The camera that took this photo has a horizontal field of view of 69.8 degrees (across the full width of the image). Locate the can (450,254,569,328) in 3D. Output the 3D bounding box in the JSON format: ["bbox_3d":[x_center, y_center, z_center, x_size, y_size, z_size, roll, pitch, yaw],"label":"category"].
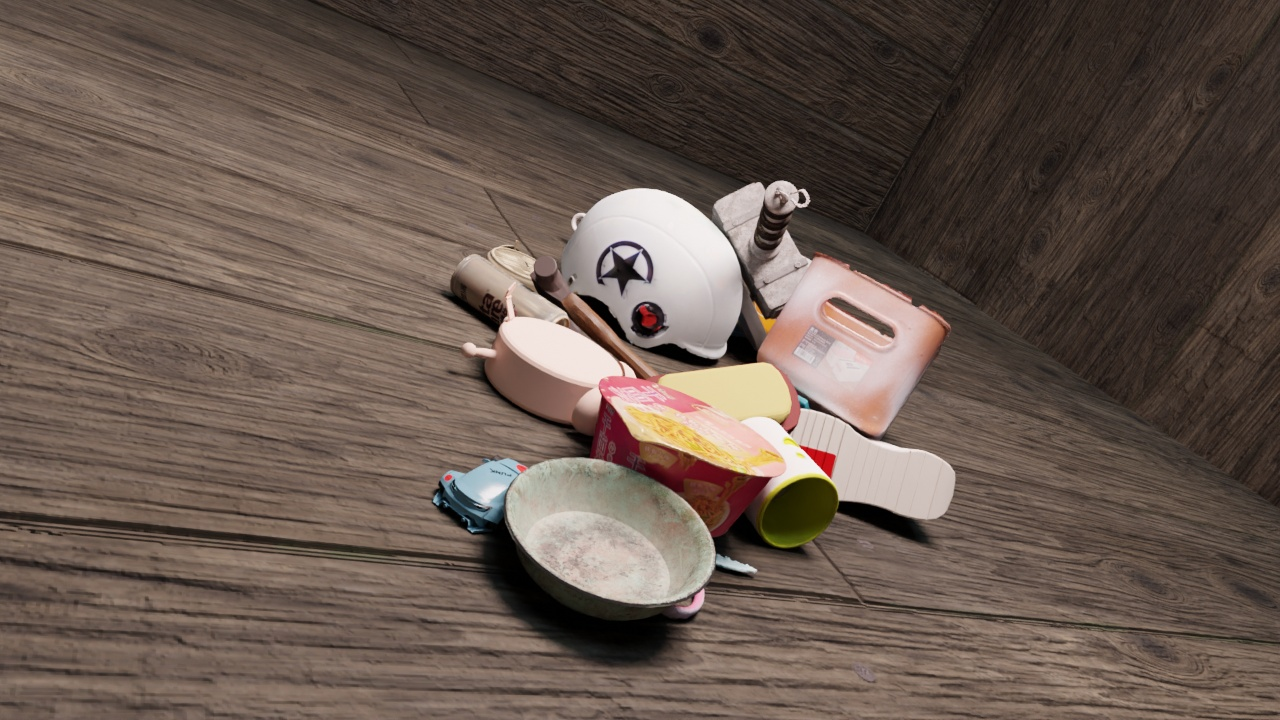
[{"bbox_3d":[-0.145,-0.063,1.019,0.135,0.054,0.054,33,20,18],"label":"can"}]

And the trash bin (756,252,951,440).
[{"bbox_3d":[0.259,-0.001,1.148,0.181,0.157,0.259,32,0,15],"label":"trash bin"}]

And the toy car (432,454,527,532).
[{"bbox_3d":[-0.106,0.094,0.698,0.060,0.027,0.107,33,20,18],"label":"toy car"}]

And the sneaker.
[{"bbox_3d":[0.225,0.112,1.034,0.236,0.090,0.104,15,0,-11],"label":"sneaker"}]

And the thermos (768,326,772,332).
[{"bbox_3d":[0.280,0.001,1.340,0.083,0.108,0.198,-13,43,-37],"label":"thermos"}]

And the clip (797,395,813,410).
[{"bbox_3d":[0.183,0.088,1.090,0.027,0.104,0.120,40,16,28],"label":"clip"}]

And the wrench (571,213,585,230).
[{"bbox_3d":[0.005,-0.158,1.406,0.273,0.066,0.018,31,20,19],"label":"wrench"}]

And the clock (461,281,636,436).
[{"bbox_3d":[-0.079,0.002,0.907,0.160,0.086,0.130,34,19,1],"label":"clock"}]

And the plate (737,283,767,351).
[{"bbox_3d":[0.153,-0.074,1.363,0.188,0.016,0.188,64,2,-5],"label":"plate"}]

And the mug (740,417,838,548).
[{"bbox_3d":[0.126,0.114,0.874,0.082,0.083,0.106,16,21,-29],"label":"mug"}]

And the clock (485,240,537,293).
[{"bbox_3d":[-0.157,-0.111,1.131,0.093,0.055,0.140,16,24,-29],"label":"clock"}]

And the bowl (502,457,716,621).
[{"bbox_3d":[-0.026,0.132,0.661,0.157,0.039,0.157,16,26,-8],"label":"bowl"}]

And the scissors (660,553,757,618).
[{"bbox_3d":[0.015,0.147,0.745,0.173,0.014,0.170,30,20,9],"label":"scissors"}]

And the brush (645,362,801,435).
[{"bbox_3d":[0.081,0.044,0.930,0.173,0.042,0.082,-7,60,-18],"label":"brush"}]

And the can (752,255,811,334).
[{"bbox_3d":[0.231,-0.100,1.483,0.079,0.143,0.079,24,19,-9],"label":"can"}]

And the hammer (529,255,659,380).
[{"bbox_3d":[-0.006,0.006,1.003,0.323,0.033,0.115,43,-12,21],"label":"hammer"}]

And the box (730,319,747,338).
[{"bbox_3d":[0.077,-0.081,1.417,0.208,0.021,0.125,6,27,-45],"label":"box"}]

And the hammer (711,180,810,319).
[{"bbox_3d":[0.166,-0.170,1.169,0.177,0.079,0.326,63,-2,9],"label":"hammer"}]

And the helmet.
[{"bbox_3d":[0.037,-0.131,1.243,0.264,0.164,0.236,36,25,6],"label":"helmet"}]

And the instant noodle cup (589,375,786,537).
[{"bbox_3d":[0.031,0.087,0.804,0.178,0.078,0.178,23,13,-6],"label":"instant noodle cup"}]
